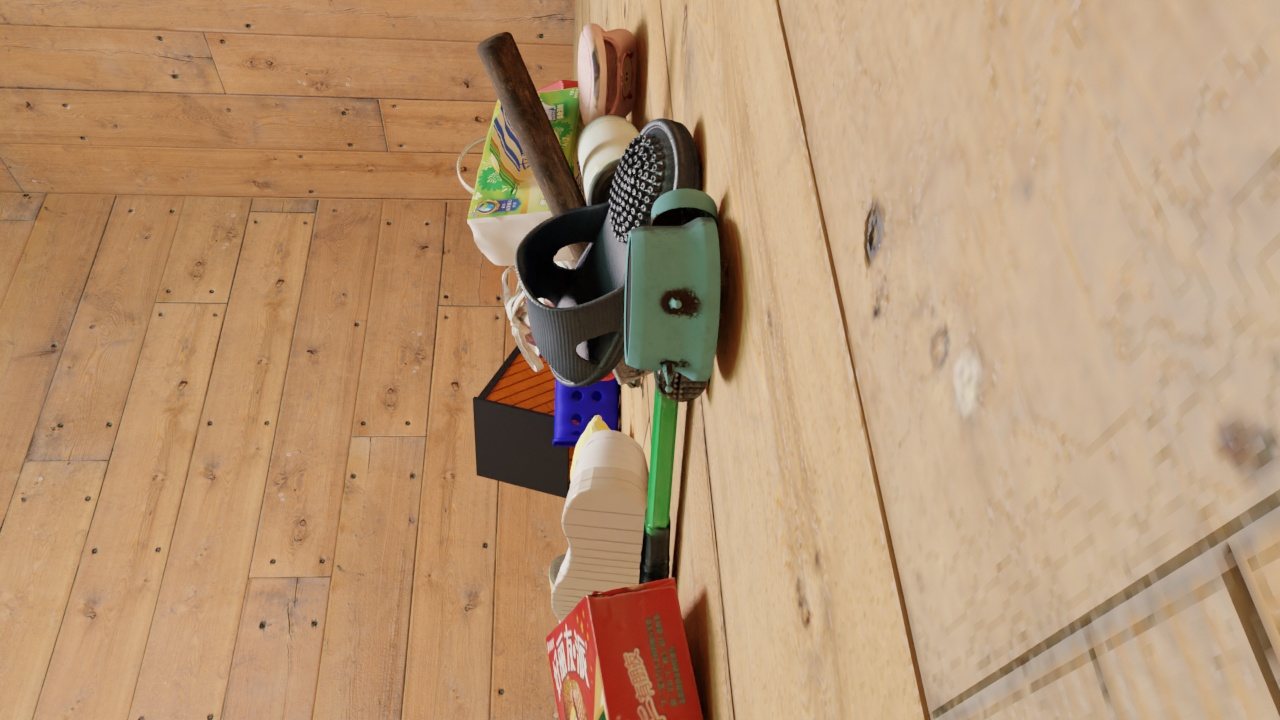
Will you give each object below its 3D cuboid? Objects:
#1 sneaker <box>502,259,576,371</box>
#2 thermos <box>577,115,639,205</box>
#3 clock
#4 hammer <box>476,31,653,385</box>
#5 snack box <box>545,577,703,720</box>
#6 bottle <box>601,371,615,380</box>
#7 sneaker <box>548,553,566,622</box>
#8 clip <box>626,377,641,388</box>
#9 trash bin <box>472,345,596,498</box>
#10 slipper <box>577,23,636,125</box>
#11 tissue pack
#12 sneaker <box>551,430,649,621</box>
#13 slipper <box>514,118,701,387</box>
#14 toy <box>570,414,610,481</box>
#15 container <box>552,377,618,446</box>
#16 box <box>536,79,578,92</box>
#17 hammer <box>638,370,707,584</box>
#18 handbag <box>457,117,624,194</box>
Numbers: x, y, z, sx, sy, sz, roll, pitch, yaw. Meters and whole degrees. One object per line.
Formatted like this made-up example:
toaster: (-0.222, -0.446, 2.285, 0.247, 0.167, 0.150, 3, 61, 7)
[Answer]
sneaker: (-0.123, -0.064, 1.133, 0.118, 0.087, 0.242, 53, 150, 13)
thermos: (-0.019, -0.166, 0.804, 0.229, 0.068, 0.068, -102, 13, -67)
clock: (0.019, -0.043, 0.508, 0.124, 0.053, 0.090, -93, 7, -53)
hammer: (-0.066, -0.149, 0.822, 0.217, 0.037, 0.301, -105, -8, -63)
snack box: (-0.017, 0.230, 0.638, 0.237, 0.060, 0.113, 118, 143, -65)
bottle: (-0.043, -0.012, 1.049, 0.137, 0.062, 0.062, -109, 20, -70)
sneaker: (-0.047, 0.301, 1.016, 0.241, 0.089, 0.102, -117, 20, -68)
clip: (-0.011, 0.008, 0.902, 0.076, 0.061, 0.023, 65, -157, -66)
trash bin: (-0.142, 0.079, 1.345, 0.171, 0.140, 0.140, -62, -20, -53)
slipper: (-0.032, -0.301, 0.978, 0.221, 0.056, 0.107, -75, -12, -70)
tissue pack: (-0.118, -0.215, 0.955, 0.141, 0.120, 0.197, 69, -165, -52)
sneaker: (-0.033, 0.158, 0.863, 0.104, 0.090, 0.237, -83, -2, -47)
slipper: (-0.043, -0.065, 0.657, 0.264, 0.082, 0.101, -55, 44, 50)
toy: (-0.040, 0.139, 1.028, 0.170, 0.064, 0.155, -88, -13, -80)
container: (-0.070, 0.052, 1.187, 0.084, 0.085, 0.113, 125, 146, -78)
box: (-0.095, -0.300, 1.265, 0.137, 0.127, 0.157, -156, 66, -78)
hammer: (0.013, 0.112, 0.665, 0.130, 0.032, 0.319, -103, 14, -62)
handbag: (-0.116, -0.227, 1.086, 0.062, 0.198, 0.175, 101, 168, -61)
